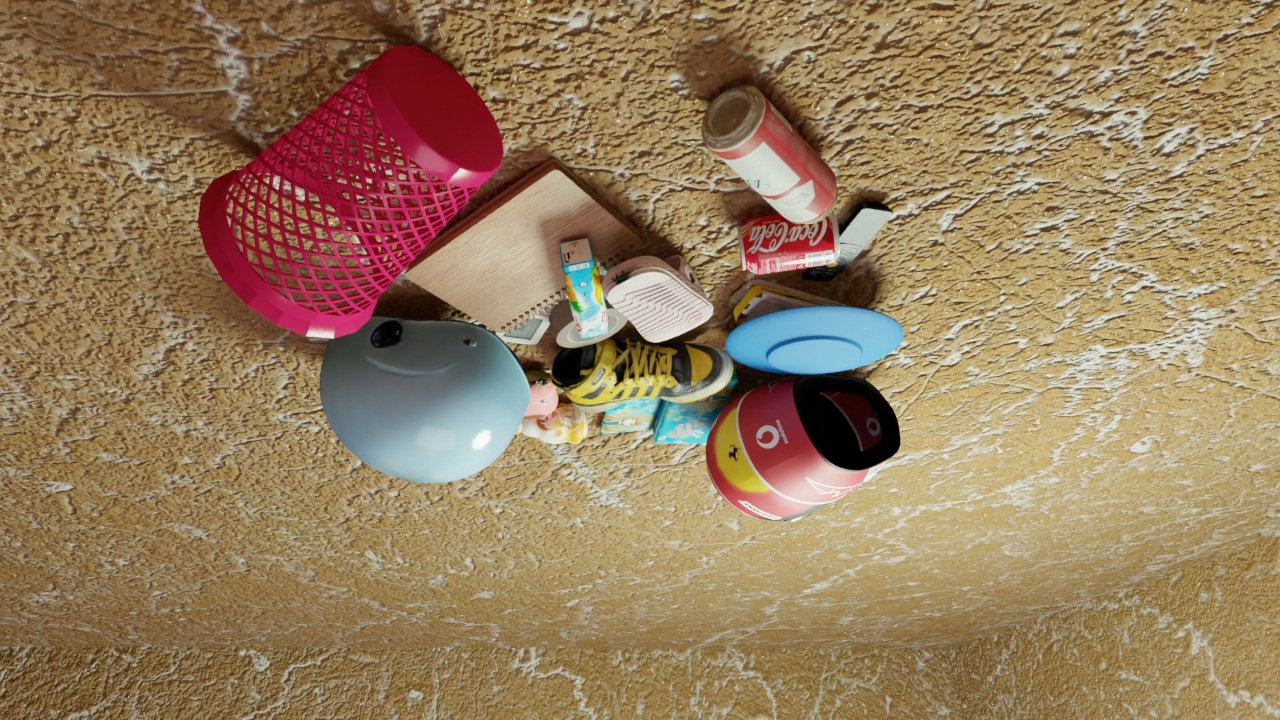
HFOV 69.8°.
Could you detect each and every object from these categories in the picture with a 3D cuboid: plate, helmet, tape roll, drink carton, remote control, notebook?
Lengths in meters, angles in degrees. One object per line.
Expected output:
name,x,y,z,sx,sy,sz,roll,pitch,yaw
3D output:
plate,0.222,-0.014,1.178,0.224,0.024,0.225,1,159,0
helmet,-0.279,0.054,1.131,0.266,0.166,0.226,9,138,9
tape roll,-0.064,-0.052,1.125,0.093,0.030,0.094,-19,160,-7
drink carton,-0.062,-0.077,1.015,0.038,0.044,0.129,-12,143,-2
remote control,-0.137,-0.062,1.128,0.060,0.025,0.139,8,149,-22
helmet,0.218,0.133,1.355,0.270,0.197,0.225,-1,153,-43
remote control,0.235,-0.134,1.057,0.041,0.020,0.152,5,151,-18
notebook,-0.123,-0.114,1.001,0.211,0.022,0.169,-30,143,21

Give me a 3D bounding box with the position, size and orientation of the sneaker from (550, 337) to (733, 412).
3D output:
sneaker,-0.007,0.007,1.208,0.239,0.086,0.122,-12,155,20

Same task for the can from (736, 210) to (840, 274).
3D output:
can,0.161,-0.131,1.004,0.105,0.064,0.064,-8,152,6

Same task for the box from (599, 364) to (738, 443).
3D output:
box,0.036,0.067,1.390,0.182,0.039,0.227,1,151,-9

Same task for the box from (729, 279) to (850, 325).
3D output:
box,0.211,-0.060,1.184,0.209,0.044,0.066,13,134,-29

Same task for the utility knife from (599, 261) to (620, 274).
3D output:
utility knife,-0.076,-0.107,1.068,0.120,0.015,0.022,-1,-176,-4

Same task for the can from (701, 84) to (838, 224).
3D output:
can,0.128,-0.193,0.881,0.067,0.067,0.170,-23,147,30

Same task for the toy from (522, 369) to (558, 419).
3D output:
toy,-0.158,0.048,1.301,0.090,0.051,0.110,2,150,-14

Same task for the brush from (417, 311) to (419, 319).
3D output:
brush,-0.284,-0.022,1.188,0.048,0.017,0.127,0,151,-9

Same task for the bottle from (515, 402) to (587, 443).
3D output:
bottle,-0.135,0.094,1.377,0.108,0.063,0.063,2,151,-12

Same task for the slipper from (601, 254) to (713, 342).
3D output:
slipper,0.018,-0.084,1.067,0.094,0.064,0.239,-23,162,13

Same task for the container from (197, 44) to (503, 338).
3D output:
container,-0.242,-0.154,0.808,0.226,0.183,0.183,-32,142,29
